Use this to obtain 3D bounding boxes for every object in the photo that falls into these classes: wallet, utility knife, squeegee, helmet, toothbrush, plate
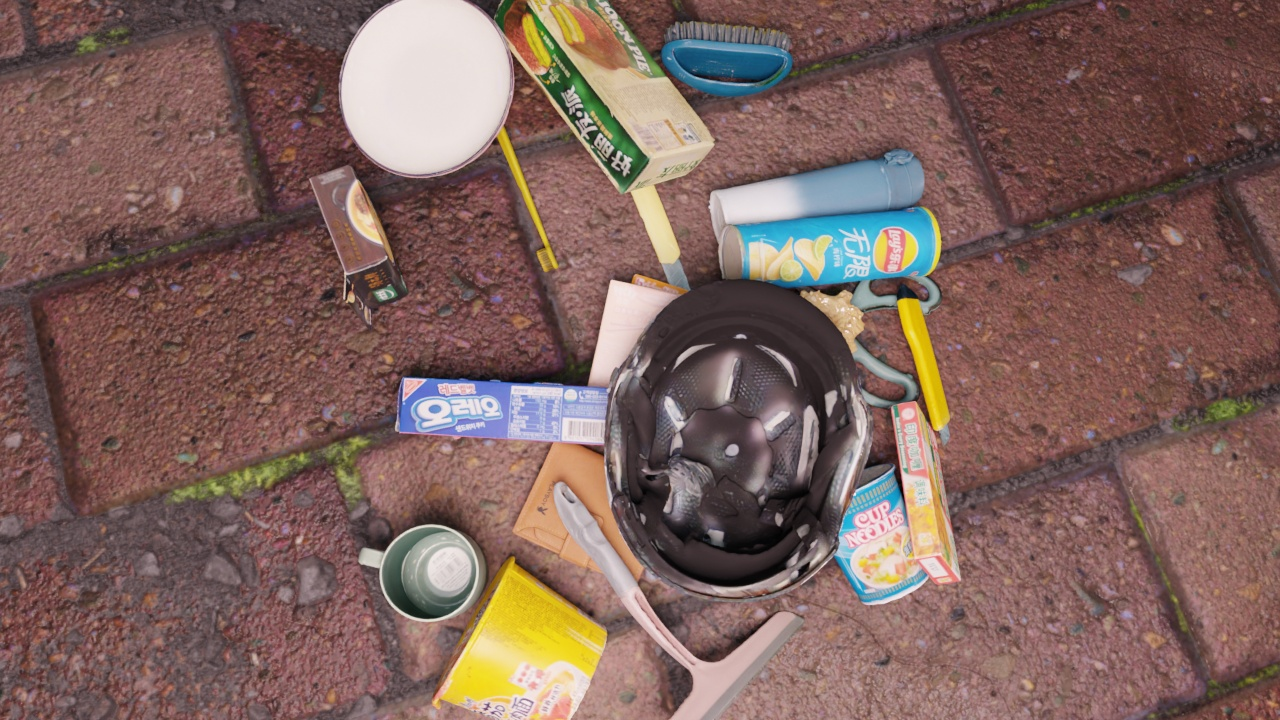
[{"bbox_3d":[-0.044,0.146,0.890,0.132,0.031,0.107,24,75,4],"label":"wallet"},{"bbox_3d":[0.286,0.004,0.927,0.033,0.015,0.170,0,73,-39],"label":"utility knife"},{"bbox_3d":[-0.003,0.212,0.833,0.249,0.040,0.246,49,43,13],"label":"squeegee"},{"bbox_3d":[0.079,0.081,0.828,0.230,0.157,0.273,8,72,0],"label":"helmet"},{"bbox_3d":[-0.127,-0.180,0.970,0.016,0.016,0.190,-21,79,-1],"label":"toothbrush"},{"bbox_3d":[0.016,-0.143,0.967,0.031,0.022,0.212,-21,78,-4],"label":"utility knife"},{"bbox_3d":[-0.219,-0.283,0.958,0.192,0.039,0.192,0,89,12],"label":"plate"}]

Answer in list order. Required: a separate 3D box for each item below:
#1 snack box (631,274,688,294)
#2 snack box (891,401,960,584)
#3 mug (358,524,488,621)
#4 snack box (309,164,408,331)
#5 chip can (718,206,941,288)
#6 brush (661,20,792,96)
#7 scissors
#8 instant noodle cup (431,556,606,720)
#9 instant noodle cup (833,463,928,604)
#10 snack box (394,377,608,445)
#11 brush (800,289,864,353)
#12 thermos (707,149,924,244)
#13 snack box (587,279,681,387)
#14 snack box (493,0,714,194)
[{"bbox_3d":[0.054,-0.029,0.935,0.154,0.026,0.075,18,81,2],"label":"snack box"},{"bbox_3d":[0.268,0.124,0.865,0.027,0.077,0.155,-16,54,24],"label":"snack box"},{"bbox_3d":[-0.196,0.190,0.831,0.112,0.106,0.082,13,77,-1],"label":"mug"},{"bbox_3d":[-0.272,-0.107,0.894,0.053,0.113,0.125,-23,80,-8],"label":"snack box"},{"bbox_3d":[0.188,-0.111,0.918,0.210,0.071,0.071,-6,77,-12],"label":"chip can"},{"bbox_3d":[0.094,-0.323,0.995,0.144,0.055,0.073,4,76,-3],"label":"brush"},{"bbox_3d":[0.241,-0.019,0.951,0.170,0.019,0.180,-10,78,-7],"label":"scissors"},{"bbox_3d":[-0.102,0.260,0.812,0.110,0.138,0.138,30,77,-5],"label":"instant noodle cup"},{"bbox_3d":[0.219,0.167,0.871,0.099,0.099,0.110,-25,87,-9],"label":"instant noodle cup"},{"bbox_3d":[-0.124,0.048,0.874,0.207,0.058,0.057,2,87,7],"label":"snack box"},{"bbox_3d":[0.149,0.043,0.916,0.083,0.046,0.254,22,86,2],"label":"brush"},{"bbox_3d":[0.185,-0.169,0.958,0.220,0.070,0.070,-13,78,-5],"label":"thermos"},{"bbox_3d":[-0.005,0.005,0.905,0.084,0.026,0.157,13,92,1],"label":"snack box"},{"bbox_3d":[-0.038,-0.289,0.950,0.114,0.063,0.240,-28,77,-46],"label":"snack box"}]
